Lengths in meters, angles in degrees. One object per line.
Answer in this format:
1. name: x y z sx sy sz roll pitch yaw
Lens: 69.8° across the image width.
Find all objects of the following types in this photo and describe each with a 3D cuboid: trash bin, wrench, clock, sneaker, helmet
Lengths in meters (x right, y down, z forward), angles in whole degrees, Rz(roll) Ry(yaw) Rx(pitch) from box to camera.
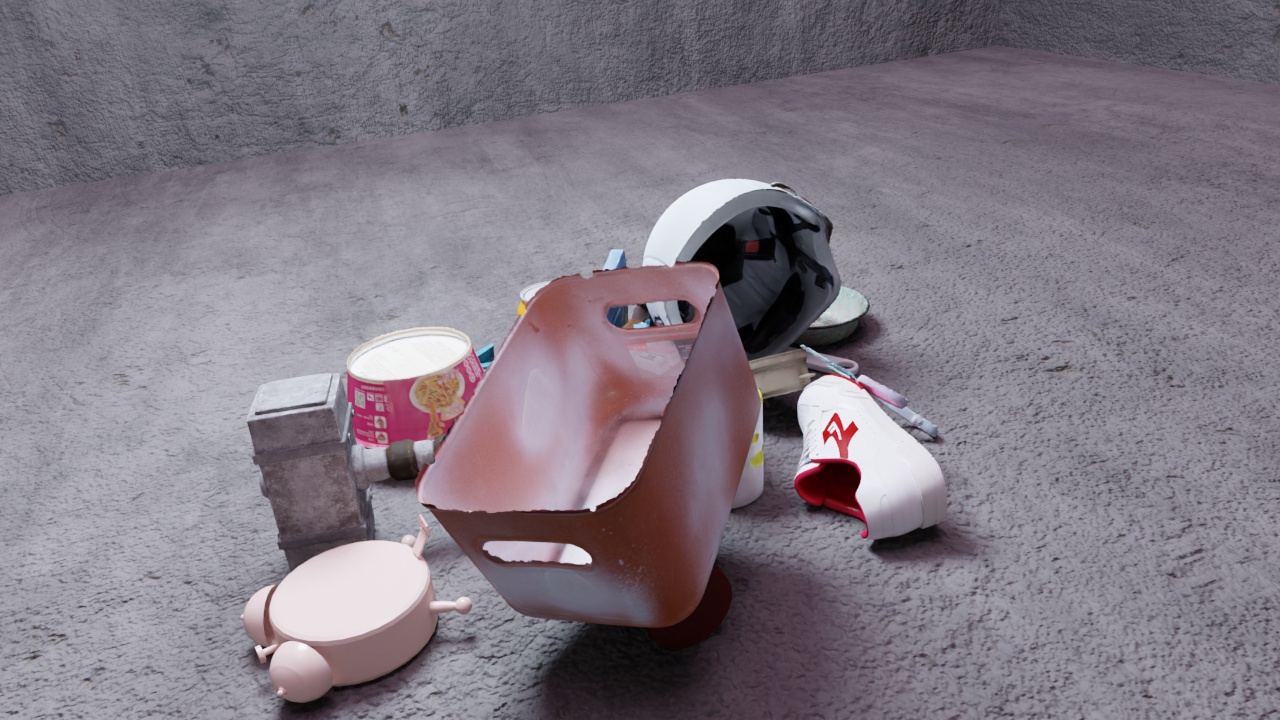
1. trash bin: -0.023 0.066 0.719 0.182 0.157 0.258 -4 40 28
2. wrench: 0.157 -0.017 1.202 0.274 0.018 0.066 15 32 35
3. clock: 0.144 0.024 1.046 0.093 0.054 0.141 -13 -5 -6
4. sneaker: 0.192 0.094 0.900 0.104 0.090 0.236 -19 30 -9
5. clock: -0.243 0.201 0.767 0.160 0.086 0.131 -27 33 -26
6. helmet: 0.099 -0.113 1.103 0.236 0.264 0.163 -45 46 -1

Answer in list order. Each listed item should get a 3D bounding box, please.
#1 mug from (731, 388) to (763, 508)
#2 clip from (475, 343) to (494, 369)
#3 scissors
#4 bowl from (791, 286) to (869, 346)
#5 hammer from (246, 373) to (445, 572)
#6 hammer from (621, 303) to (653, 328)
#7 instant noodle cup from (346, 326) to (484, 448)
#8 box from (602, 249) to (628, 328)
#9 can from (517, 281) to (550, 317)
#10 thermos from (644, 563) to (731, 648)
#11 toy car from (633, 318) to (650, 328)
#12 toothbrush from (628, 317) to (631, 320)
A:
1. mug: 0.080 0.082 0.909 0.082 0.106 0.082 -4 26 2
2. clip: -0.221 0.018 1.200 0.120 0.027 0.104 -20 27 -28
3. scissors: 0.250 0.036 0.971 0.173 0.013 0.170 32 1 -21
4. bowl: 0.230 -0.059 1.247 0.157 0.039 0.157 -5 26 2
5. hammer: -0.189 0.089 0.870 0.326 0.177 0.079 -9 26 -8
6. hammer: -0.045 -0.001 1.067 0.033 0.115 0.322 10 25 19
7. instant noodle cup: -0.254 0.023 1.034 0.178 0.078 0.178 -5 25 2
8. box: -0.037 -0.057 1.200 0.021 0.125 0.208 -2 26 10
9. can: -0.103 -0.018 1.111 0.079 0.143 0.079 -5 26 2
10. thermos: 0.003 0.146 0.797 0.084 0.108 0.198 23 11 -34
11. toy car: -0.006 0.006 1.077 0.027 0.108 0.060 4 20 -6
12. toothbrush: -0.022 -0.058 1.325 0.167 0.016 0.016 12 30 31
